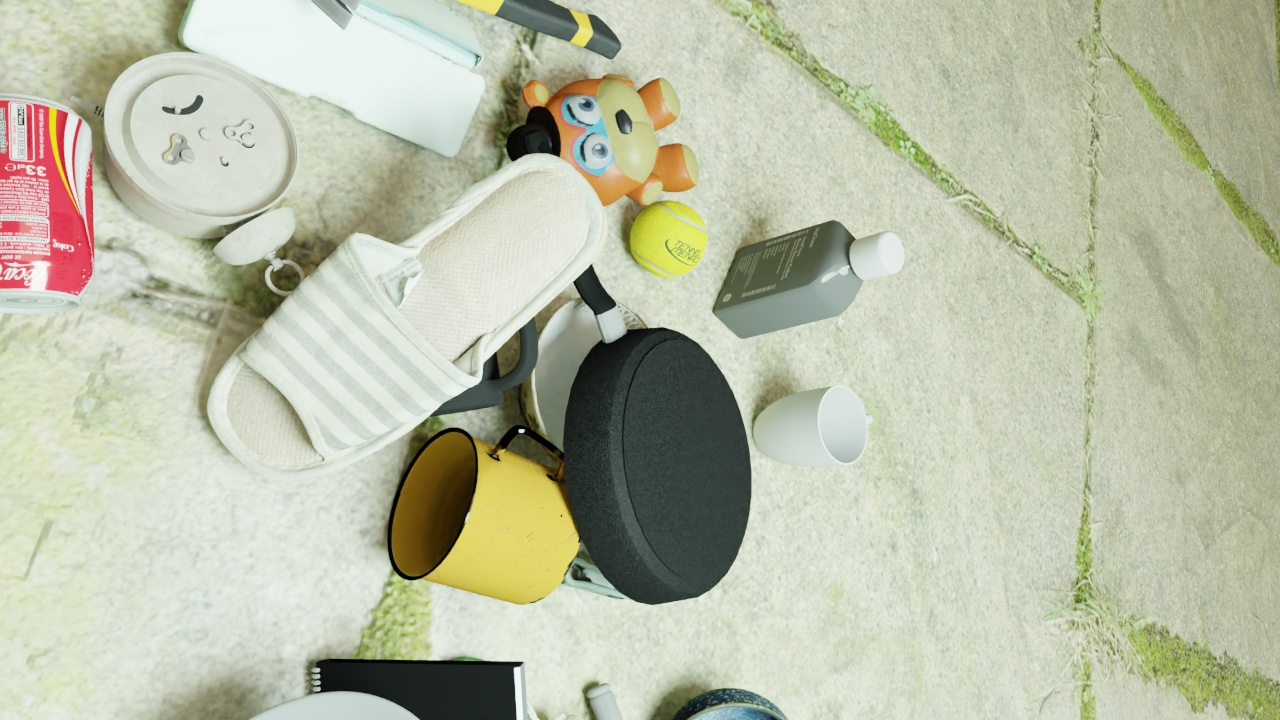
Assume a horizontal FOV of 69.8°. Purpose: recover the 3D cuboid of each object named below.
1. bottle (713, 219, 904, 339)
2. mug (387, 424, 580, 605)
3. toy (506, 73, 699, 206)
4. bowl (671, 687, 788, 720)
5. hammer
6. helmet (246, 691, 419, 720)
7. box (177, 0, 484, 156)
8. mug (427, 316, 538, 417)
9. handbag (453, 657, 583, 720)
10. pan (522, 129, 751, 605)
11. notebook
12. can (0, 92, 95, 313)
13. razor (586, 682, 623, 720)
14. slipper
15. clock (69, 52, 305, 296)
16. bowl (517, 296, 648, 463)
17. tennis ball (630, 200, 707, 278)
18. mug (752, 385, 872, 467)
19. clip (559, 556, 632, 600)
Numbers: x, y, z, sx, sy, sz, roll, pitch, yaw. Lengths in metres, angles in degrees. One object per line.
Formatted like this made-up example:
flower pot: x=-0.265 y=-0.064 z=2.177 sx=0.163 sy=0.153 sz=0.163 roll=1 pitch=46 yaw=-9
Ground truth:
bottle: x=0.151 y=-0.077 z=0.817 sx=0.046 sy=0.174 sz=0.083 roll=40 pitch=58 yaw=-28
mug: x=-0.095 y=0.098 z=0.613 sx=0.094 sy=0.100 sz=0.124 roll=27 pitch=107 yaw=-36
toy: x=-0.031 y=-0.176 z=0.743 sx=0.175 sy=0.096 sz=0.112 roll=-17 pitch=90 yaw=-30
bowl: x=0.068 y=0.308 z=0.742 sx=0.114 sy=0.060 sz=0.114 roll=-1 pitch=106 yaw=-5
hammer: x=-0.132 y=-0.277 z=0.679 sx=0.323 sy=0.034 sz=0.169 roll=1 pitch=52 yaw=-48
helmet: x=-0.196 y=0.318 z=0.491 sx=0.183 sy=0.118 sz=0.270 roll=25 pitch=66 yaw=-1
box: x=-0.204 y=-0.229 z=0.633 sx=0.197 sy=0.074 sz=0.126 roll=17 pitch=51 yaw=-40
mug: x=-0.121 y=-0.010 z=0.614 sx=0.078 sy=0.114 sz=0.088 roll=-1 pitch=82 yaw=-67
handbag: x=-0.097 y=0.288 z=0.620 sx=0.151 sy=0.074 sz=0.176 roll=-11 pitch=70 yaw=-43
pan: x=-0.004 y=0.004 z=0.658 sx=0.203 sy=0.044 sz=0.356 roll=-37 pitch=111 yaw=-54
notebook: x=-0.128 y=0.282 z=0.534 sx=0.016 sy=0.149 sz=0.206 roll=11 pitch=73 yaw=-65
can: x=-0.325 y=-0.081 z=0.483 sx=0.064 sy=0.064 sz=0.104 roll=0 pitch=82 yaw=-41
razor: x=-0.011 y=0.300 z=0.687 sx=0.047 sy=0.088 sz=0.116 roll=-9 pitch=69 yaw=-41
slipper: x=-0.137 y=-0.029 z=0.558 sx=0.272 sy=0.054 sz=0.114 roll=-36 pitch=94 yaw=-6
clock: x=-0.255 y=-0.105 z=0.552 sx=0.103 sy=0.061 sz=0.157 roll=-39 pitch=99 yaw=-40
bowl: x=-0.046 y=0.025 z=0.697 sx=0.145 sy=0.063 sz=0.145 roll=15 pitch=70 yaw=-47
tennis ball: x=0.024 y=-0.104 z=0.786 sx=0.065 sy=0.066 sz=0.065 roll=9 pitch=76 yaw=-39
mug: x=0.165 y=0.062 z=0.859 sx=0.107 sy=0.090 sz=0.071 roll=-6 pitch=86 yaw=-41
clip: x=-0.036 y=0.169 z=0.709 sx=0.075 sy=0.043 sz=0.023 roll=26 pitch=64 yaw=-36
